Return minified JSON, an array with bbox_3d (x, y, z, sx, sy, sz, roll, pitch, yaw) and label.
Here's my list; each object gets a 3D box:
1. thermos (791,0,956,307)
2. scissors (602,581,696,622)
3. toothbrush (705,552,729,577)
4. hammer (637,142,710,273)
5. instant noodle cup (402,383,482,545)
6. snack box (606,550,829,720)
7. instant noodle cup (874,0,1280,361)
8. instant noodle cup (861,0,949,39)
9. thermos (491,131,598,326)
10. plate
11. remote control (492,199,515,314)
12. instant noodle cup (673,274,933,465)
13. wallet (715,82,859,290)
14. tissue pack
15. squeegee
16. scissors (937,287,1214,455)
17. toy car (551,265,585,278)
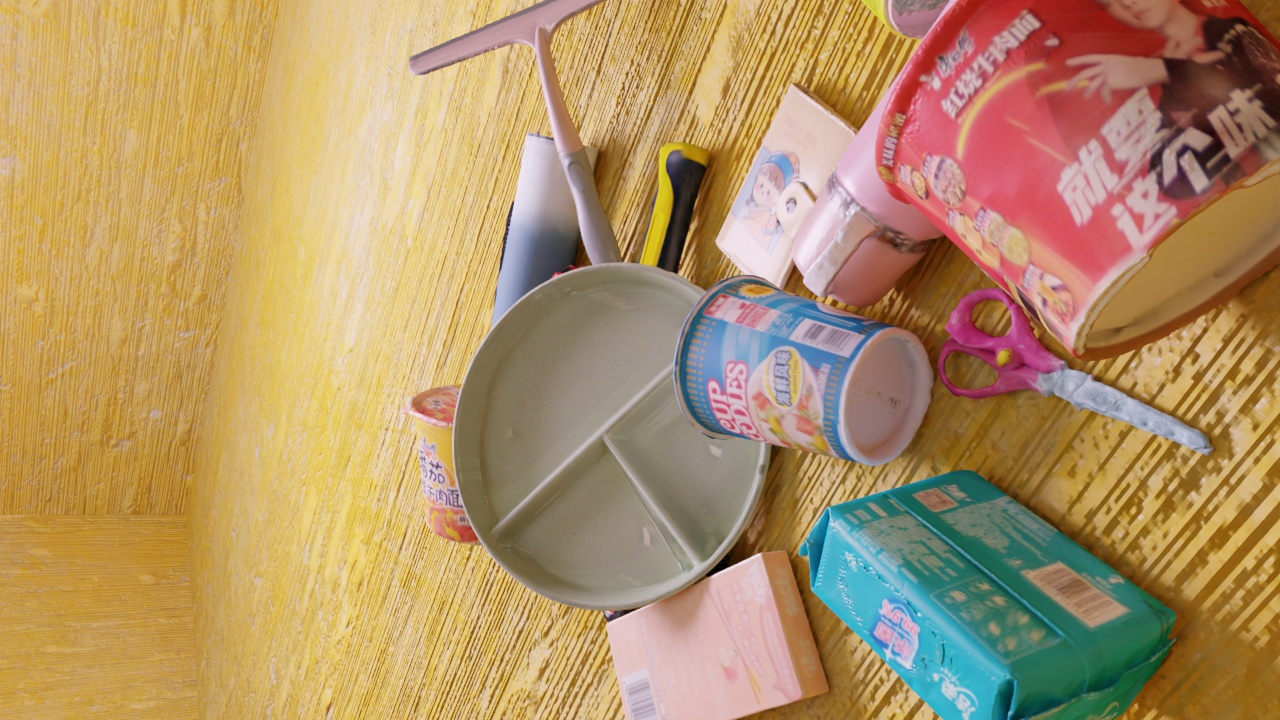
[{"bbox_3d":[0.141,-0.110,0.430,0.067,0.087,0.199,42,125,11],"label":"thermos"},{"bbox_3d":[-0.004,0.099,0.685,0.190,0.021,0.229,-50,46,43],"label":"scissors"},{"bbox_3d":[0.046,0.052,0.625,0.014,0.017,0.189,-27,60,52],"label":"toothbrush"},{"bbox_3d":[-0.004,0.004,0.660,0.126,0.031,0.323,17,93,46],"label":"hammer"},{"bbox_3d":[-0.130,0.088,0.793,0.138,0.137,0.110,27,116,56],"label":"instant noodle cup"},{"bbox_3d":[0.041,0.184,0.575,0.158,0.026,0.084,-36,58,40],"label":"snack box"},{"bbox_3d":[0.173,-0.074,0.335,0.138,0.137,0.108,-55,51,38],"label":"instant noodle cup"},{"bbox_3d":[0.128,-0.229,0.455,0.112,0.111,0.123,-50,53,42],"label":"instant noodle cup"},{"bbox_3d":[-0.091,-0.087,0.811,0.070,0.070,0.221,32,112,55],"label":"thermos"},{"bbox_3d":[-0.022,0.049,0.613,0.231,0.027,0.230,-4,79,21],"label":"plate"},{"bbox_3d":[-0.119,-0.089,0.893,0.053,0.024,0.136,23,106,52],"label":"remote control"},{"bbox_3d":[0.090,0.008,0.492,0.110,0.099,0.099,17,100,50],"label":"instant noodle cup"},{"bbox_3d":[0.091,-0.102,0.566,0.115,0.024,0.087,-64,33,28],"label":"wallet"},{"bbox_3d":[0.140,0.100,0.389,0.133,0.093,0.050,44,138,52],"label":"tissue pack"},{"bbox_3d":[-0.055,-0.175,0.732,0.248,0.040,0.249,-17,89,16],"label":"squeegee"},{"bbox_3d":[0.187,0.010,0.406,0.133,0.017,0.056,37,110,50],"label":"scissors"},{"bbox_3d":[-0.044,-0.028,0.748,0.053,0.045,0.120,-62,41,34],"label":"toy car"}]
